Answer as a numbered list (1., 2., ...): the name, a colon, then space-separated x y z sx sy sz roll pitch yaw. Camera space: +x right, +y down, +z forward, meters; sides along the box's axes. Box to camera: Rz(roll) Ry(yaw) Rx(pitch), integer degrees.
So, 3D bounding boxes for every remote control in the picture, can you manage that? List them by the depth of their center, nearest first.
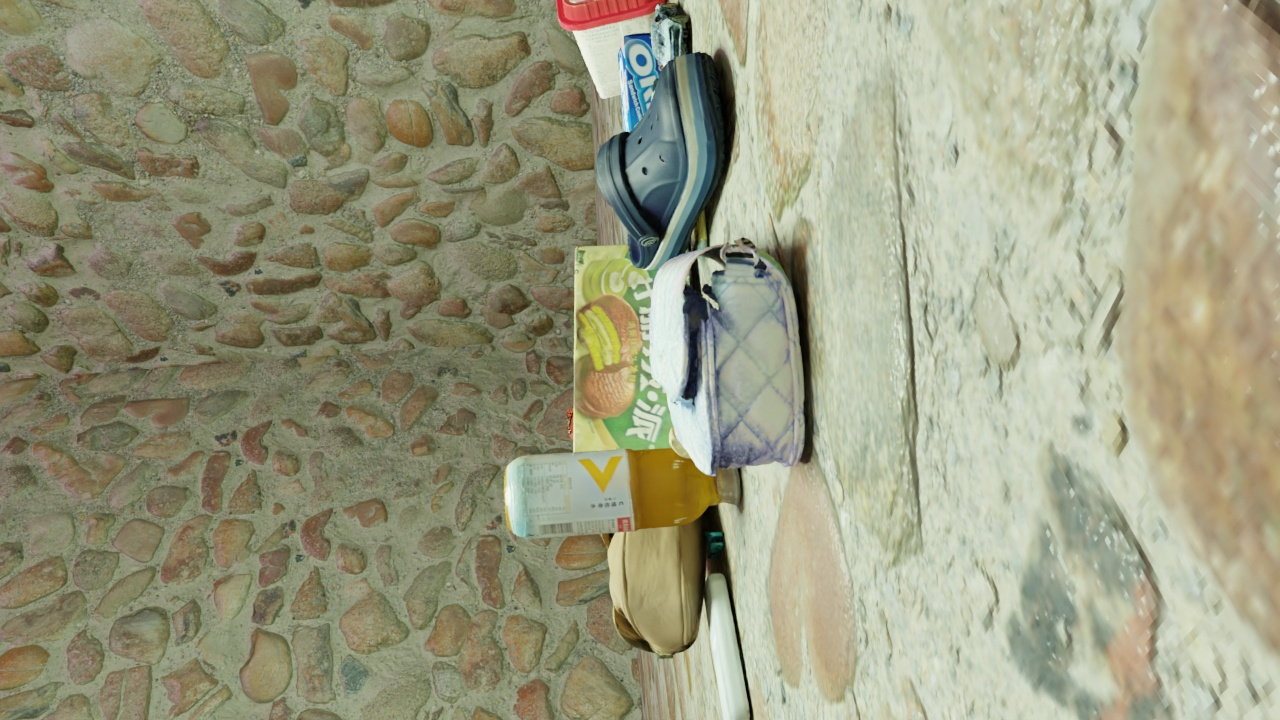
1. remote control: 0.077 0.262 0.825 0.056 0.020 0.135 90 174 -54

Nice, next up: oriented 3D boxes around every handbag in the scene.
1. handbag: 0.047 -0.005 0.589 0.194 0.075 0.134 -144 50 -83
2. handbag: 0.016 0.187 0.921 0.204 0.100 0.148 -79 -17 -56

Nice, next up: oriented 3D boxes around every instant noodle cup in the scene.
1. instant noodle cup: -0.025 -0.368 1.013 0.124 0.117 0.116 73 -173 -49

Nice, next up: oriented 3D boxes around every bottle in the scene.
1. bottle: -0.014 0.106 0.751 0.068 0.189 0.068 173 93 -87

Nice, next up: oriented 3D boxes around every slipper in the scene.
1. slipper: 0.007 -0.160 0.765 0.253 0.095 0.105 108 155 -66

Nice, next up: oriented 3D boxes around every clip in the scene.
1. clip: 0.070 0.173 0.876 0.056 0.013 0.038 99 165 -71

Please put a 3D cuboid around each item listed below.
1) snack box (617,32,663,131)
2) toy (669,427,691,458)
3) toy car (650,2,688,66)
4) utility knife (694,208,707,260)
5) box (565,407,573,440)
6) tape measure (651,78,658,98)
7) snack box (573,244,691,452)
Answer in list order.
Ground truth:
1. snack box: 0.013 -0.226 0.941 0.058 0.057 0.207 164 102 -83
2. toy: 0.041 0.025 0.762 0.157 0.066 0.105 -88 1 -65
3. toy car: 0.026 -0.303 0.860 0.105 0.031 0.049 -100 7 -59
4. utility knife: 0.050 -0.166 0.819 0.031 0.018 0.151 167 103 -80
5. box: -0.019 0.118 1.054 0.168 0.079 0.091 53 -175 -16
6. tape measure: 0.029 -0.229 0.880 0.066 0.033 0.065 98 168 -61
7. snack box: -0.005 0.005 0.887 0.063 0.114 0.239 78 -169 -71
